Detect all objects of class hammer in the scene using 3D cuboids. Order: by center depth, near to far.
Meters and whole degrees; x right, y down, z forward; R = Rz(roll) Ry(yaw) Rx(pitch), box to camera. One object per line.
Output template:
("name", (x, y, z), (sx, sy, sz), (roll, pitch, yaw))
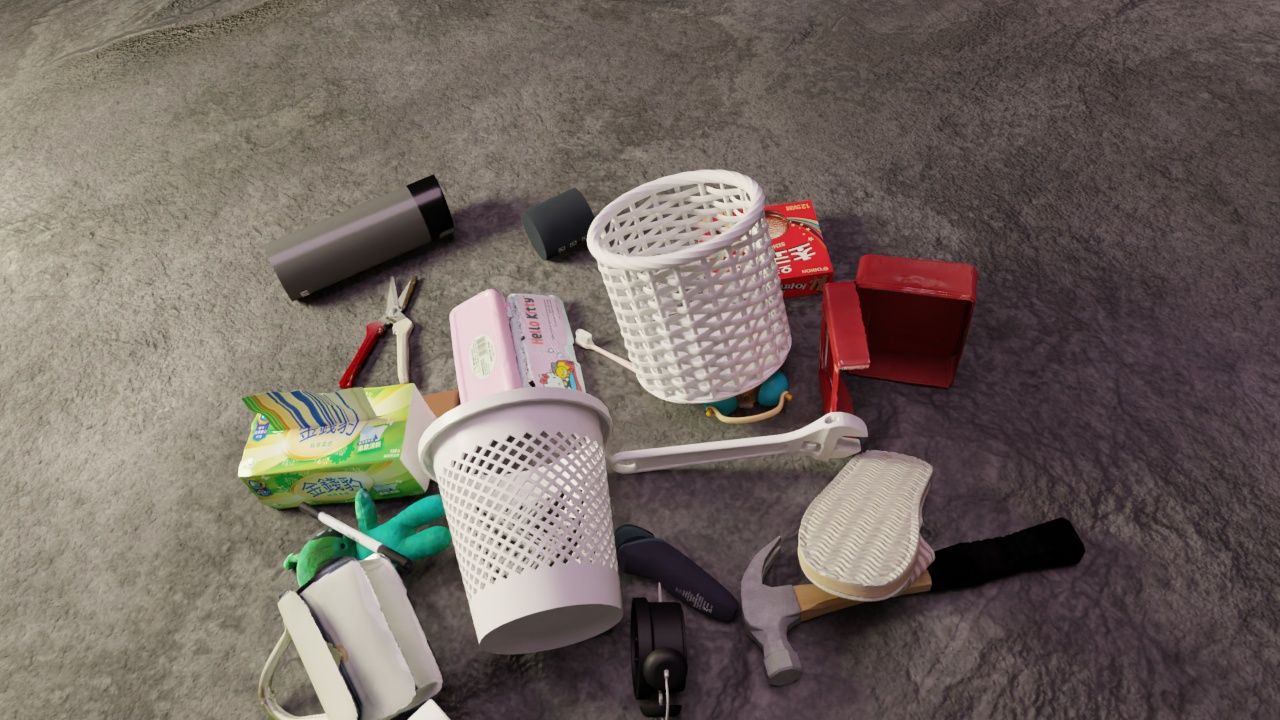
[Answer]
("hammer", (0.256, 0.207, 0.875), (0.328, 0.039, 0.131), (-12, 49, -3))

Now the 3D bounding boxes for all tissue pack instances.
("tissue pack", (-0.336, 0.076, 0.988), (0.198, 0.141, 0.120), (-12, 51, 5))

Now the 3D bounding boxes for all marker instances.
("marker", (-0.285, 0.174, 0.916), (0.152, 0.011, 0.011), (21, 57, 25))

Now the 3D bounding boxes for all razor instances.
("razor", (0.033, 0.211, 0.902), (0.143, 0.047, 0.052), (30, 36, 25))

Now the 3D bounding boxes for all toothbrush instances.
("toothbrush", (-0.006, 0.006, 1.088), (0.181, 0.018, 0.015), (28, 48, 26))

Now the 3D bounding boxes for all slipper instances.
("slipper", (0.220, 0.155, 0.860), (0.115, 0.052, 0.262), (11, 23, 22))

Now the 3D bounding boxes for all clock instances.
("clock", (0.017, 0.269, 0.824), (0.042, 0.091, 0.120), (0, 37, -5))
("clock", (0.114, 0.022, 1.043), (0.099, 0.044, 0.129), (-11, 43, -1))

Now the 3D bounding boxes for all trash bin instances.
("trash bin", (-0.103, 0.161, 0.880), (0.195, 0.196, 0.199), (-14, 60, -3))

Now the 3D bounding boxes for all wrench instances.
("wrench", (0.100, 0.094, 0.966), (0.274, 0.066, 0.018), (-8, 50, 13))

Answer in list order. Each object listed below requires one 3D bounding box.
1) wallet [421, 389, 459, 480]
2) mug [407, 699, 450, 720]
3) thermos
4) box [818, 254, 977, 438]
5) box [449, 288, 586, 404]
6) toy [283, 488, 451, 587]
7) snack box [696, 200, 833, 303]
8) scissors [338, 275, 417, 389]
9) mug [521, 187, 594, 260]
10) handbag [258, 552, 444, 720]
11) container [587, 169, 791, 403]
("wallet", (-0.253, 0.089, 1.059), (0.087, 0.013, 0.120), (-10, 50, 6))
("mug", (-0.192, 0.354, 0.794), (0.090, 0.091, 0.121), (-41, 24, -23))
("thermos", (-0.374, -0.167, 1.239), (0.240, 0.082, 0.082), (-26, 52, -13))
("box", (0.274, -0.013, 0.975), (0.170, 0.157, 0.156), (-8, 52, 2))
("box", (-0.150, -0.006, 1.090), (0.153, 0.067, 0.201), (-14, 52, -4))
("toy", (-0.282, 0.200, 0.942), (0.193, 0.072, 0.130), (-21, 49, 2))
("snack box", (0.154, -0.137, 1.168), (0.152, 0.036, 0.132), (-8, 50, 2))
("scissors", (-0.322, -0.031, 1.166), (0.184, 0.015, 0.179), (-37, 54, -21))
("mug", (-0.115, -0.186, 1.234), (0.077, 0.071, 0.105), (-28, 26, -14))
("handbag", (-0.289, 0.281, 0.847), (0.176, 0.074, 0.151), (-33, 74, 12))
("container", (0.059, -0.082, 1.004), (0.189, 0.187, 0.189), (-13, 35, 9))
